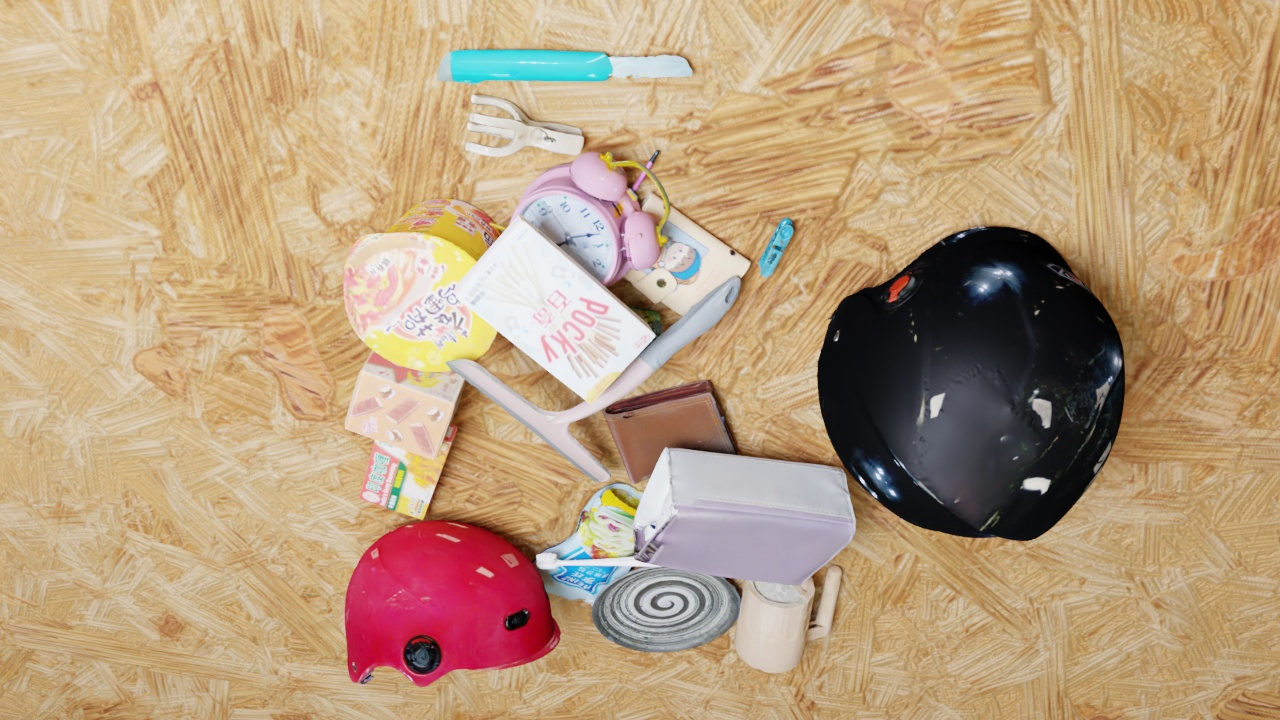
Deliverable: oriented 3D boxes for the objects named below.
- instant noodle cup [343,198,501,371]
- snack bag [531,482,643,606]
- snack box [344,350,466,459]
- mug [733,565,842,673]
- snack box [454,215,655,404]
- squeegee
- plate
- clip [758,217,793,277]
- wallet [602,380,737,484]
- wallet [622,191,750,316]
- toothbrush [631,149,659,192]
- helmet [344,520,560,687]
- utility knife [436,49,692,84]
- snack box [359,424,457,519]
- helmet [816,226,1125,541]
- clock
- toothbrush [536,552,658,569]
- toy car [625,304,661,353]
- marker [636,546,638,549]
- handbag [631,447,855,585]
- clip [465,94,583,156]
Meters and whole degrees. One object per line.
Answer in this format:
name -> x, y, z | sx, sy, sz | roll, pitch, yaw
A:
instant noodle cup -> -0.183, -0.076, 0.828 | 0.138, 0.109, 0.138 | 3, 125, 4
snack bag -> -0.048, 0.219, 1.058 | 0.110, 0.038, 0.191 | 23, 124, -24
snack box -> -0.227, 0.028, 0.912 | 0.094, 0.092, 0.077 | 21, 124, -8
mug -> 0.174, 0.290, 1.065 | 0.124, 0.084, 0.104 | -9, 125, -18
snack box -> -0.070, -0.041, 0.775 | 0.157, 0.027, 0.085 | 40, 97, -25
squeegee -> -0.005, 0.005, 0.849 | 0.250, 0.040, 0.247 | -36, 135, 9
plate -> 0.029, 0.292, 1.096 | 0.179, 0.024, 0.180 | -2, 130, -3
clip -> 0.123, -0.103, 0.833 | 0.014, 0.043, 0.057 | 21, 120, -9
wallet -> 0.032, 0.078, 0.958 | 0.125, 0.032, 0.101 | -14, 124, 16
wallet -> 0.031, -0.091, 0.850 | 0.115, 0.024, 0.087 | 32, 116, -17
toothbrush -> -0.034, -0.117, 0.843 | 0.018, 0.014, 0.190 | 34, 121, -2
helmet -> -0.211, 0.250, 1.004 | 0.240, 0.206, 0.144 | -4, 98, 17
utility knife -> -0.065, -0.243, 0.761 | 0.216, 0.013, 0.029 | 3, 122, 7
snack box -> -0.254, 0.112, 0.996 | 0.077, 0.027, 0.156 | 21, 135, -8
helmet -> 0.294, 0.024, 0.789 | 0.233, 0.230, 0.275 | 27, 103, -14
clock -> -0.045, -0.117, 0.801 | 0.159, 0.059, 0.117 | -25, 107, 26
toothbrush -> -0.027, 0.223, 1.027 | 0.180, 0.016, 0.016 | -1, 126, 1
toy car -> -0.025, -0.035, 0.883 | 0.091, 0.036, 0.043 | 8, 125, -1
marker -> 0.060, 0.208, 1.026 | 0.132, 0.022, 0.020 | 1, 110, -14
handbag -> 0.102, 0.164, 0.954 | 0.197, 0.098, 0.145 | 9, 135, -14
clip -> -0.107, -0.203, 0.789 | 0.102, 0.092, 0.035 | -10, 130, -32
